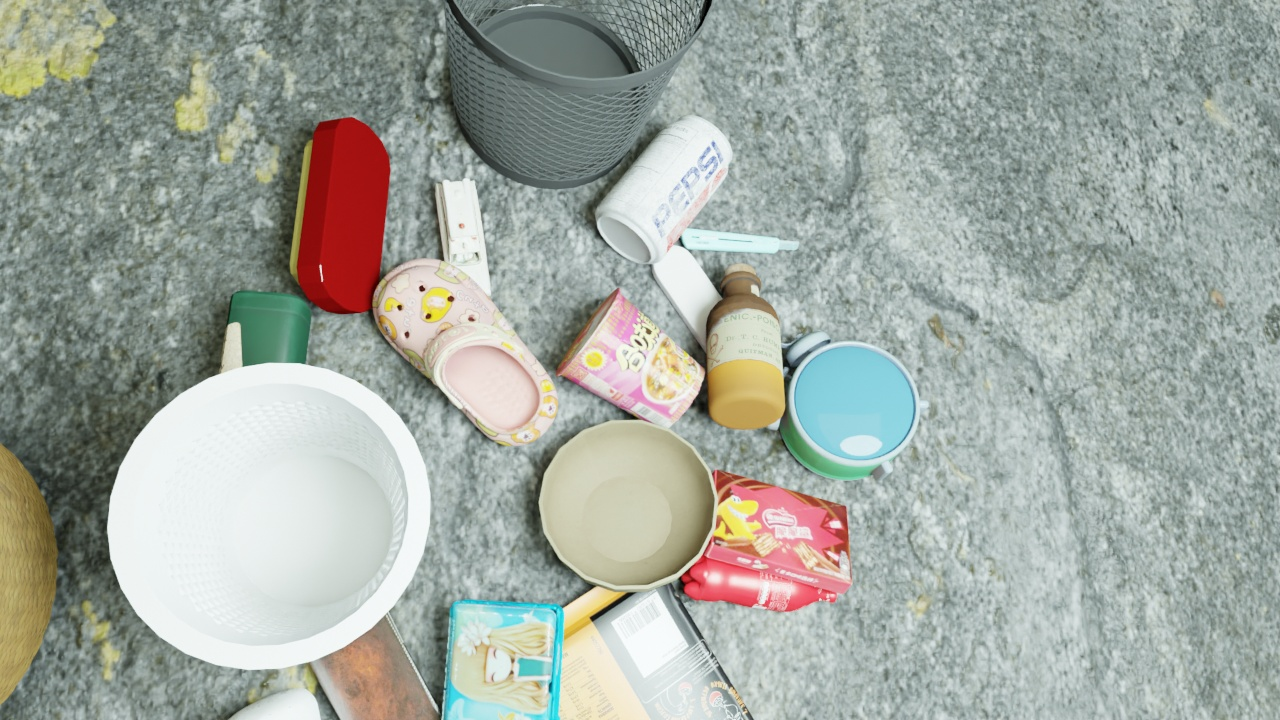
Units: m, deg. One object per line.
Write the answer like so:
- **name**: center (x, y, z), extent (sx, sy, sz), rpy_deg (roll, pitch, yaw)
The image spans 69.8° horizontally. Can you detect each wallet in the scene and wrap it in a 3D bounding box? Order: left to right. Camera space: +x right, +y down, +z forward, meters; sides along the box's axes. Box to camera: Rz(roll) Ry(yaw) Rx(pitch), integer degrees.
- **wallet**: center (-0.220, 0.262, 0.751), extent (0.072, 0.019, 0.123), rpy_deg (-29, 84, -17)

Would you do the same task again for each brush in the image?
- **brush**: center (-0.267, -0.126, 0.809), extent (0.042, 0.082, 0.173), rpy_deg (-3, 75, 18)

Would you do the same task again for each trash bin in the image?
- **trash bin**: center (-0.255, 0.120, 0.684), extent (0.195, 0.200, 0.195), rpy_deg (3, 76, -11)
- **trash bin**: center (-0.068, -0.285, 0.809), extent (0.217, 0.228, 0.217), rpy_deg (3, 76, -11)

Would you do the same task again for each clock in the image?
- **clock**: center (0.177, 0.038, 0.867), extent (0.161, 0.075, 0.121), rpy_deg (31, 73, 10)

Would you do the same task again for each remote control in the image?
- **remote control**: center (0.059, -0.052, 0.891), extent (0.043, 0.013, 0.136), rpy_deg (-33, 85, -17)

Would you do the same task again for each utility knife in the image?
- **utility knife**: center (0.099, -0.117, 0.917), extent (0.126, 0.015, 0.022), rpy_deg (2, 75, -15)

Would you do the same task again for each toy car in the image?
- **toy car**: center (-0.164, -0.114, 0.846), extent (0.039, 0.039, 0.113), rpy_deg (-7, 78, -13)

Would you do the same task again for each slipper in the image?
- **slipper**: center (-0.150, -0.009, 0.794), extent (0.093, 0.081, 0.197), rpy_deg (-45, 92, -2)

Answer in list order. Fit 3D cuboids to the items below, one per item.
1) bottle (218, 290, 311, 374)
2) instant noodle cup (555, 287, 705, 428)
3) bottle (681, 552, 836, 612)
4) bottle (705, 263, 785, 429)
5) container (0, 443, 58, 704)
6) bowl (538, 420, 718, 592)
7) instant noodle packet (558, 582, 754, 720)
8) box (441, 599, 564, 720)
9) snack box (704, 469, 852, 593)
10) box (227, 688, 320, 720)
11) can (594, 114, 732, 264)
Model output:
- **bottle**: center (-0.317, 0.013, 0.771), extent (0.061, 0.061, 0.131), rpy_deg (4, 75, -8)
- **instant noodle cup**: center (-0.005, 0.005, 0.827), extent (0.108, 0.098, 0.097), rpy_deg (36, 72, -10)
- **bottle**: center (0.108, 0.201, 0.823), extent (0.141, 0.042, 0.042), rpy_deg (11, 74, -10)
- **bottle**: center (0.094, -0.019, 0.843), extent (0.068, 0.068, 0.156), rpy_deg (8, 58, -10)
- **container**: center (-0.566, 0.154, 0.615), extent (0.307, 0.197, 0.306), rpy_deg (2, 77, -10)
- **bowl**: center (-0.011, 0.131, 0.800), extent (0.152, 0.050, 0.152), rpy_deg (1, 62, -2)
- **instant noodle packet**: center (0.003, 0.300, 0.782), extent (0.159, 0.032, 0.220), rpy_deg (-30, 84, -15)
- **box**: center (-0.114, 0.310, 0.735), extent (0.094, 0.041, 0.226), rpy_deg (1, 79, 7)
- **snack box**: center (0.124, 0.154, 0.829), extent (0.133, 0.021, 0.089), rpy_deg (16, 42, -7)
- **box**: center (-0.302, 0.335, 0.688), extent (0.141, 0.084, 0.140), rpy_deg (-14, 81, -21)
- **can**: center (0.023, -0.163, 0.877), extent (0.078, 0.078, 0.136), rpy_deg (37, 72, -1)
